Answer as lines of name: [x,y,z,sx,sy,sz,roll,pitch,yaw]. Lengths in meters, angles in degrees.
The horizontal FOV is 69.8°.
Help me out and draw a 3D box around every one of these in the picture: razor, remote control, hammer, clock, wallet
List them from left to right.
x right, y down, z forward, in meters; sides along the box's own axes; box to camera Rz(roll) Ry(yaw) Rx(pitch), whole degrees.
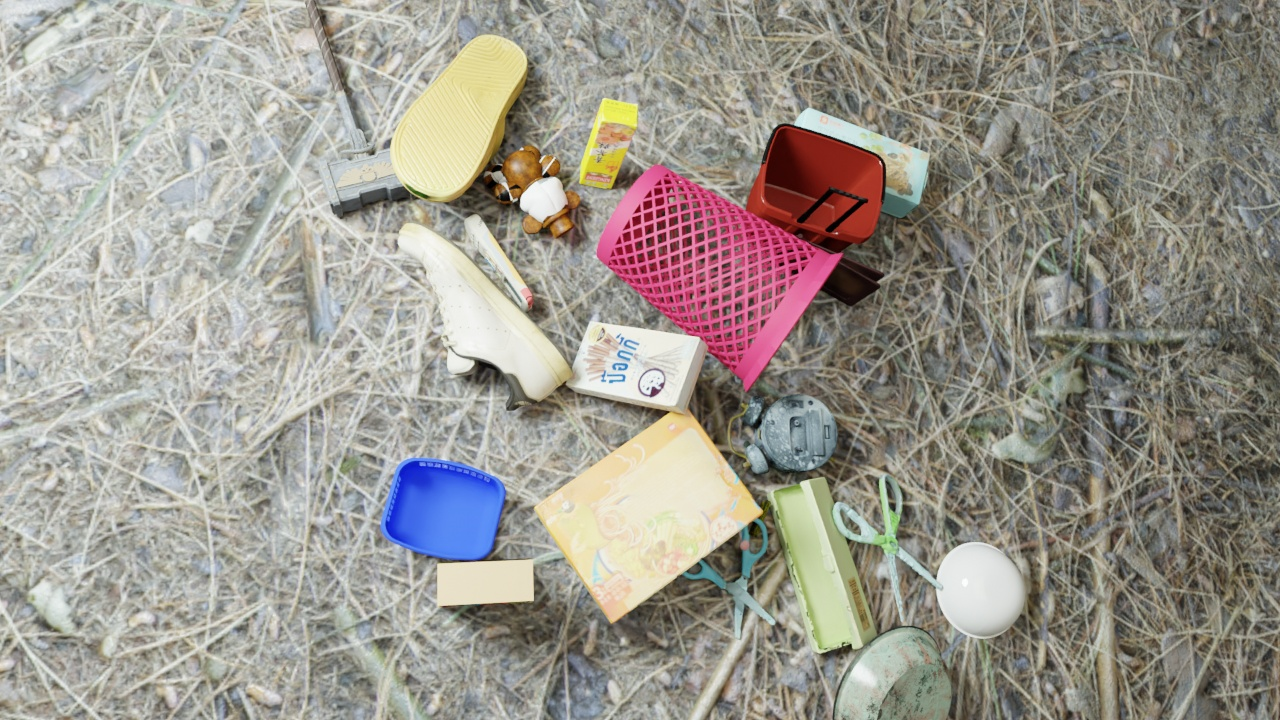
hammer: [-0.350,-0.326,1.047,0.098,0.044,0.322,-18,81,-15]
remote control: [-0.159,-0.109,1.037,0.018,0.038,0.125,-34,85,-16]
razor: [0.092,0.157,1.034,0.106,0.026,0.042,26,75,0]
clock: [0.162,0.085,1.048,0.129,0.052,0.090,2,77,-12]
wallet: [0.219,-0.107,1.085,0.115,0.092,0.018,25,74,-5]

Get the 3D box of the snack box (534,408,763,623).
snack box: [0.008,0.164,0.979,0.195,0.081,0.145,-34,80,-10]

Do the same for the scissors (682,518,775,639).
scissors: [0.093,0.239,1.011,0.126,0.015,0.136,4,84,2]

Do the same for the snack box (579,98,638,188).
snack box: [-0.037,-0.242,1.036,0.040,0.148,0.029,7,72,-11]

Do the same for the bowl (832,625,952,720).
bowl: [0.277,0.364,0.975,0.157,0.038,0.157,-6,104,-28]

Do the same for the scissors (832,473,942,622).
scissors: [0.278,0.209,1.040,0.168,0.023,0.171,19,56,-32]

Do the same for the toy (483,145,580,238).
toy: [-0.120,-0.193,1.056,0.087,0.067,0.112,-36,95,-17]

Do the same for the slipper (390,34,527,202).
slipper: [-0.207,-0.269,1.049,0.099,0.079,0.262,27,56,-8]

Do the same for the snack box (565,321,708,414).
snack box: [-0.006,0.006,1.000,0.150,0.026,0.081,10,72,35]

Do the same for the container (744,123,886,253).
container: [0.205,-0.197,1.043,0.148,0.201,0.126,17,71,-7]

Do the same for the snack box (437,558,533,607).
snack box: [-0.156,0.221,0.913,0.088,0.126,0.040,0,77,-12]

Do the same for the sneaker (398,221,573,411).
sneaker: [-0.188,-0.041,0.998,0.241,0.089,0.102,45,82,-2]

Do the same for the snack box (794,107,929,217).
snack box: [0.269,-0.246,1.149,0.174,0.053,0.074,19,73,-7]

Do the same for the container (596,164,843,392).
container: [0.078,-0.104,1.024,0.226,0.183,0.183,35,72,6]

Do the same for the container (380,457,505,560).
container: [-0.204,0.156,0.955,0.114,0.058,0.096,15,74,-8]

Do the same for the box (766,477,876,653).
box: [0.208,0.226,1.026,0.077,0.089,0.188,-9,76,-34]

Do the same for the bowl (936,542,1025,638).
bowl: [0.403,0.265,1.060,0.110,0.041,0.109,3,76,-11]
